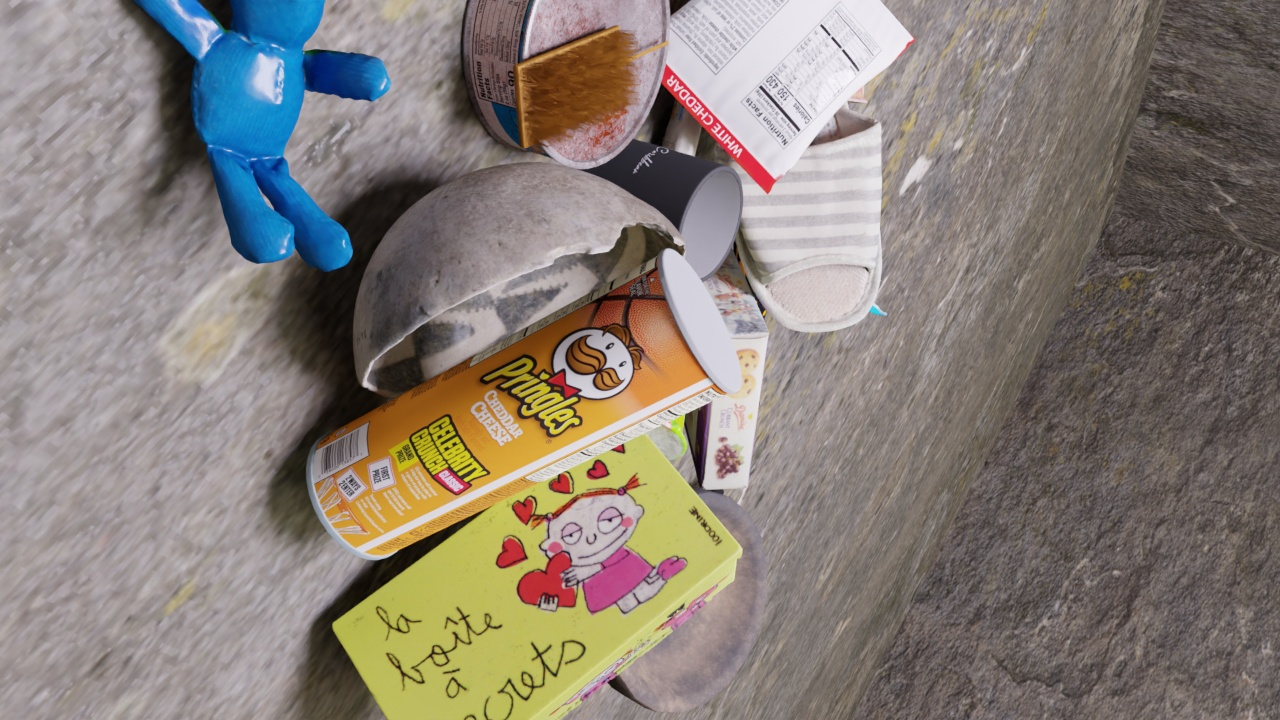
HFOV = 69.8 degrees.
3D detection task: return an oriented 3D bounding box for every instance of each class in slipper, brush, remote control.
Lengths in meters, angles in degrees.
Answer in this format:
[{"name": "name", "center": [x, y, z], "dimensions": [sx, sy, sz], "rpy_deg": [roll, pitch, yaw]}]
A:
[{"name": "slipper", "center": [0.111, -0.154, 0.651], "dimensions": [0.054, 0.114, 0.272], "rpy_deg": [-46, 124, -80]}, {"name": "brush", "center": [-0.019, -0.154, 0.497], "dimensions": [0.126, 0.017, 0.048], "rpy_deg": [-39, 141, -40]}, {"name": "remote control", "center": [0.036, -0.184, 0.644], "dimensions": [0.018, 0.038, 0.126], "rpy_deg": [10, 106, -17]}]

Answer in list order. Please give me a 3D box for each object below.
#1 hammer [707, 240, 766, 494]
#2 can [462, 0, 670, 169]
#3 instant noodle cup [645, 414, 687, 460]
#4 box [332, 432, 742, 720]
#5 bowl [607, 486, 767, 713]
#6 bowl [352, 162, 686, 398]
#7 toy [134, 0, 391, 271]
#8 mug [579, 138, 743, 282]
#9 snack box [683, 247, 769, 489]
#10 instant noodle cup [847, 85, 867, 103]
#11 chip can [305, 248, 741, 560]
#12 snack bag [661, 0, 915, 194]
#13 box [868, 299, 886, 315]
[{"name": "hammer", "center": [0.095, -0.001, 0.851], "dimensions": [0.321, 0.036, 0.123], "rpy_deg": [90, 25, -45]}, {"name": "can", "center": [-0.038, -0.177, 0.516], "dimensions": [0.129, 0.044, 0.130], "rpy_deg": [-38, 141, -41]}, {"name": "instant noodle cup", "center": [-0.004, 0.004, 0.649], "dimensions": [0.099, 0.099, 0.107], "rpy_deg": [61, 39, -55]}, {"name": "box", "center": [-0.059, 0.148, 0.566], "dimensions": [0.220, 0.124, 0.083], "rpy_deg": [-33, 156, -13]}, {"name": "bowl", "center": [0.017, 0.172, 0.688], "dimensions": [0.162, 0.070, 0.162], "rpy_deg": [-4, 96, -41]}, {"name": "bowl", "center": [-0.073, -0.051, 0.480], "dimensions": [0.178, 0.081, 0.178], "rpy_deg": [-24, 169, -5]}, {"name": "toy", "center": [-0.139, -0.125, 0.364], "dimensions": [0.112, 0.071, 0.176], "rpy_deg": [-11, 110, -59]}, {"name": "mug", "center": [0.000, -0.091, 0.597], "dimensions": [0.113, 0.088, 0.078], "rpy_deg": [-44, 144, -35]}, {"name": "snack box", "center": [0.059, 0.002, 0.725], "dimensions": [0.147, 0.040, 0.144], "rpy_deg": [-102, -168, -55]}, {"name": "instant noodle cup", "center": [0.132, -0.257, 0.703], "dimensions": [0.097, 0.098, 0.109], "rpy_deg": [-17, 117, -54]}, {"name": "chip can", "center": [-0.061, 0.027, 0.463], "dimensions": [0.215, 0.075, 0.075], "rpy_deg": [-27, 157, 18]}, {"name": "snack bag", "center": [0.090, -0.208, 0.602], "dimensions": [0.144, 0.131, 0.039], "rpy_deg": [-46, -171, -1]}, {"name": "box", "center": [0.169, -0.115, 0.873], "dimensions": [0.227, 0.086, 0.169], "rpy_deg": [9, 68, -60]}]
